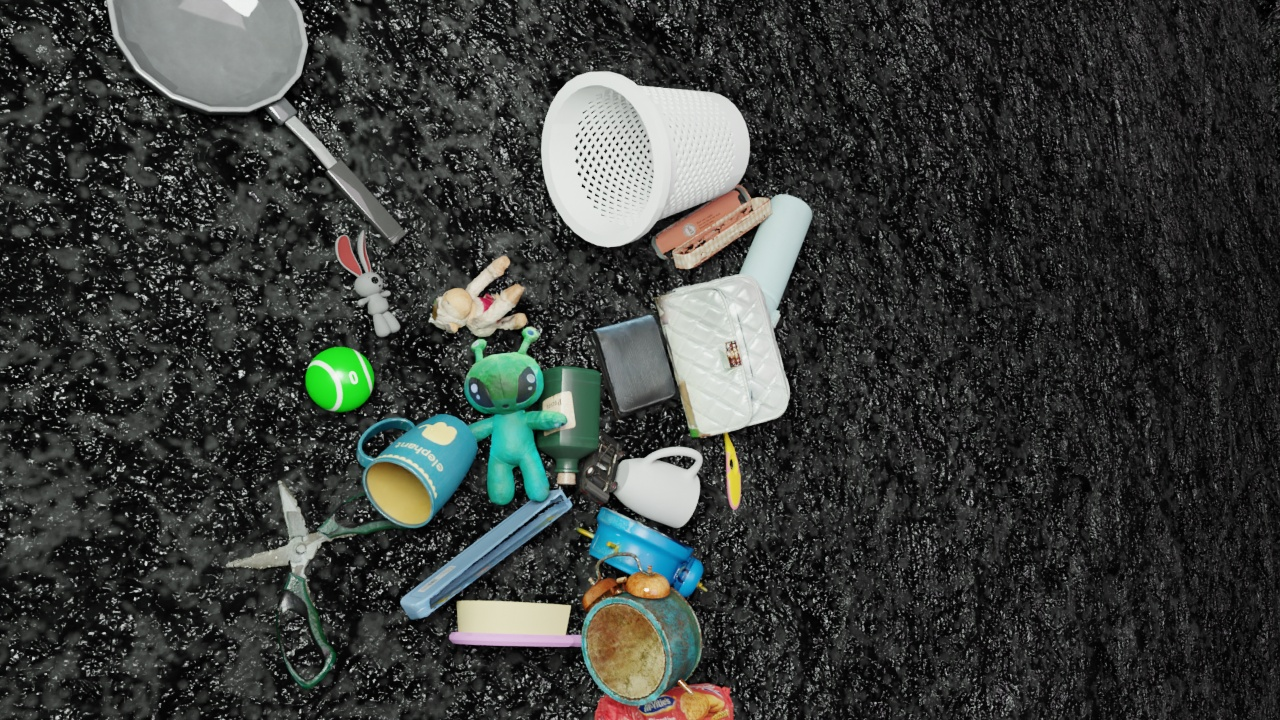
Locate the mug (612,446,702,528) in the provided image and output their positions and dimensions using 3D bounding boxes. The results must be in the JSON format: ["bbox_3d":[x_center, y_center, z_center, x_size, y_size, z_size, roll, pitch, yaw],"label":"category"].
[{"bbox_3d":[0.023,0.140,1.093,0.089,0.107,0.071,23,28,-22],"label":"mug"}]

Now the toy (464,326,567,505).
[{"bbox_3d":[-0.144,0.062,1.013,0.130,0.072,0.193,-8,86,2],"label":"toy"}]

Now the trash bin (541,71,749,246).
[{"bbox_3d":[0.020,-0.252,1.113,0.199,0.196,0.195,-21,94,-44],"label":"trash bin"}]

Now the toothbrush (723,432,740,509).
[{"bbox_3d":[0.118,0.128,1.206,0.021,0.016,0.135,-3,84,-36],"label":"toothbrush"}]

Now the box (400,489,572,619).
[{"bbox_3d":[-0.158,0.209,0.981,0.208,0.066,0.037,-36,99,-33],"label":"box"}]

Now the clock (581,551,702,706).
[{"bbox_3d":[-0.002,0.280,0.978,0.073,0.122,0.157,-8,80,-56],"label":"clock"}]

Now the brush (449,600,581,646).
[{"bbox_3d":[-0.099,0.290,1.002,0.228,0.089,0.043,18,67,-43],"label":"brush"}]

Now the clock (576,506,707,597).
[{"bbox_3d":[0.011,0.226,1.061,0.161,0.117,0.060,31,77,-21],"label":"clock"}]

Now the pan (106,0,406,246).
[{"bbox_3d":[-0.370,-0.258,0.930,0.357,0.041,0.178,50,60,-17],"label":"pan"}]

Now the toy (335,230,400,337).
[{"bbox_3d":[-0.285,-0.079,0.964,0.049,0.030,0.112,-36,107,-62],"label":"toy"}]

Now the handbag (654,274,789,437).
[{"bbox_3d":[0.106,-0.008,1.161,0.139,0.072,0.195,-16,90,8],"label":"handbag"}]

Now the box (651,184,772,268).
[{"bbox_3d":[0.098,-0.180,1.226,0.186,0.085,0.048,-37,135,-34],"label":"box"}]

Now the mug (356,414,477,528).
[{"bbox_3d":[-0.232,0.099,0.940,0.112,0.085,0.104,28,37,8],"label":"mug"}]

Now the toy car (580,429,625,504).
[{"bbox_3d":[-0.048,0.126,1.077,0.040,0.037,0.092,38,38,-21],"label":"toy car"}]

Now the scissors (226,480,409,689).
[{"bbox_3d":[-0.300,0.207,0.918,0.201,0.015,0.201,-15,93,-34],"label":"scissors"}]

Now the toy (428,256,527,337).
[{"bbox_3d":[-0.184,-0.065,1.013,0.106,0.074,0.085,-16,50,-13],"label":"toy"}]

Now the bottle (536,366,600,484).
[{"bbox_3d":[-0.083,0.077,1.054,0.061,0.061,0.131,8,78,-35],"label":"bottle"}]

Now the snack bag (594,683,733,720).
[{"bbox_3d":[0.029,0.421,1.064,0.176,0.082,0.082,7,78,-32],"label":"snack bag"}]

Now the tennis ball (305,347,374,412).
[{"bbox_3d":[-0.300,0.019,0.917,0.065,0.065,0.065,6,79,-33],"label":"tennis ball"}]

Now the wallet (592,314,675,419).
[{"bbox_3d":[-0.007,0.007,1.138,0.089,0.026,0.115,-19,93,-33],"label":"wallet"}]

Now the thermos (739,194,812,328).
[{"bbox_3d":[0.174,-0.127,1.255,0.078,0.065,0.206,21,67,7],"label":"thermos"}]
